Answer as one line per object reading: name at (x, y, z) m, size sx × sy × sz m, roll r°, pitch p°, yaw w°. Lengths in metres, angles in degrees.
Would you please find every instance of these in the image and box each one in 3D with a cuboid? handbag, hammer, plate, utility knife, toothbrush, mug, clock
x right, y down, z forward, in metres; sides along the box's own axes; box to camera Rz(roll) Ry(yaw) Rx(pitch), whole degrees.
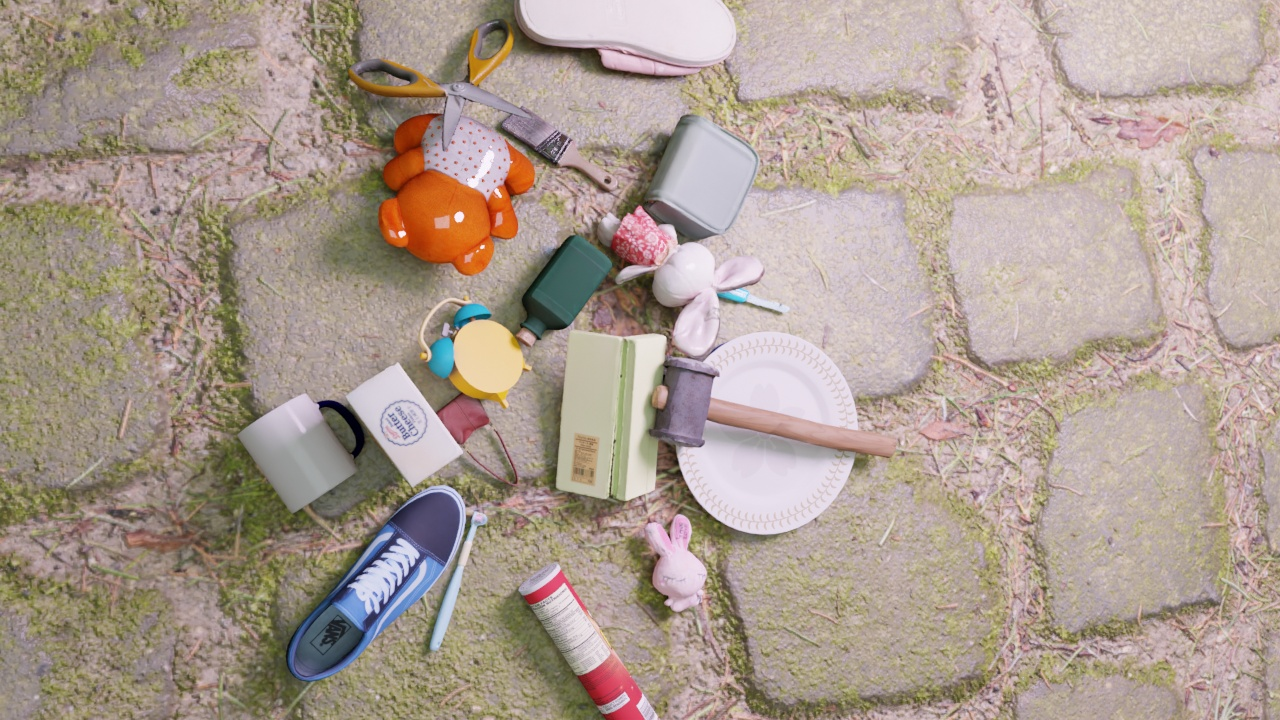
handbag at (0.070, -0.216, 1.097) m, size 0.106 × 0.067 × 0.121 m, roll 28°, pitch 78°, yaw -21°
hammer at (0.164, 0.076, 1.078) m, size 0.328 × 0.052 × 0.098 m, roll 14°, pitch 85°, yaw -22°
plate at (0.153, 0.087, 1.105) m, size 0.242 × 0.016 × 0.242 m, roll 0°, pitch 90°, yaw -19°
utility knife at (0.110, -0.086, 1.125) m, size 0.161 × 0.015 × 0.022 m, roll 14°, pitch 83°, yaw -15°
handbag at (-0.175, 0.093, 1.024) m, size 0.055 × 0.029 × 0.119 m, roll -40°, pitch 102°, yaw -19°
toothbrush at (-0.201, 0.242, 1.007) m, size 0.022 × 0.016 × 0.155 m, roll 30°, pitch 74°, yaw -50°
mug at (-0.341, 0.088, 0.954) m, size 0.111 × 0.079 × 0.097 m, roll -38°, pitch 97°, yaw -44°
clock at (-0.183, -0.010, 1.010) m, size 0.129 × 0.044 × 0.098 m, roll 41°, pitch 53°, yaw -17°

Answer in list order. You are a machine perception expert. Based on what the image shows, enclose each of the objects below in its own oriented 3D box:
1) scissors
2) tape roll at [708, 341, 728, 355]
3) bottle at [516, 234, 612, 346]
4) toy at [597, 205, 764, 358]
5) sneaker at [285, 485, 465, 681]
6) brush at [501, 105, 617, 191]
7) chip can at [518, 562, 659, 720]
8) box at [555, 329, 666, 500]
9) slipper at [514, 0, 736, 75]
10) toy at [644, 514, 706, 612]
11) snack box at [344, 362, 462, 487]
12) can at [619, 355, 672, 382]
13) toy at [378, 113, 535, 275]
scissors at (-0.215, -0.311, 1.015) m, size 0.230 × 0.016 × 0.224 m, roll 7°, pitch 55°, yaw 4°
tape roll at (0.123, 0.020, 1.119) m, size 0.091 × 0.016 × 0.093 m, roll -36°, pitch 96°, yaw -16°
bottle at (-0.095, -0.073, 1.040) m, size 0.061 × 0.061 × 0.131 m, roll 38°, pitch 76°, yaw -12°
toy at (0.033, -0.107, 1.060) m, size 0.194 × 0.084 × 0.158 m, roll 33°, pitch 66°, yaw 2°
sneaker at (-0.265, 0.233, 0.946) m, size 0.083 × 0.098 × 0.241 m, roll 44°, pitch 75°, yaw -8°
brush at (-0.092, -0.246, 1.082) m, size 0.151 × 0.012 × 0.038 m, roll 34°, pitch 77°, yaw -11°
chip can at (-0.056, 0.329, 1.023) m, size 0.051 × 0.052 × 0.214 m, roll -34°, pitch 95°, yaw -16°
box at (-0.027, 0.062, 1.030) m, size 0.127 × 0.066 × 0.188 m, roll 4°, pitch 98°, yaw -13°
slipper at (-0.016, -0.403, 1.096) m, size 0.274 × 0.054 × 0.114 m, roll 2°, pitch 85°, yaw -19°
toy at (0.042, 0.236, 1.062) m, size 0.063 × 0.047 × 0.110 m, roll -15°, pitch 86°, yaw -25°
snack box at (-0.238, 0.066, 0.911) m, size 0.057 × 0.208 × 0.104 m, roll -36°, pitch 96°, yaw -16°
can at (-0.006, 0.006, 1.074) m, size 0.095 × 0.032 × 0.032 m, roll 6°, pitch 83°, yaw -16°
toy at (-0.208, -0.181, 1.009) m, size 0.163 × 0.093 × 0.172 m, roll 22°, pitch 67°, yaw -16°
